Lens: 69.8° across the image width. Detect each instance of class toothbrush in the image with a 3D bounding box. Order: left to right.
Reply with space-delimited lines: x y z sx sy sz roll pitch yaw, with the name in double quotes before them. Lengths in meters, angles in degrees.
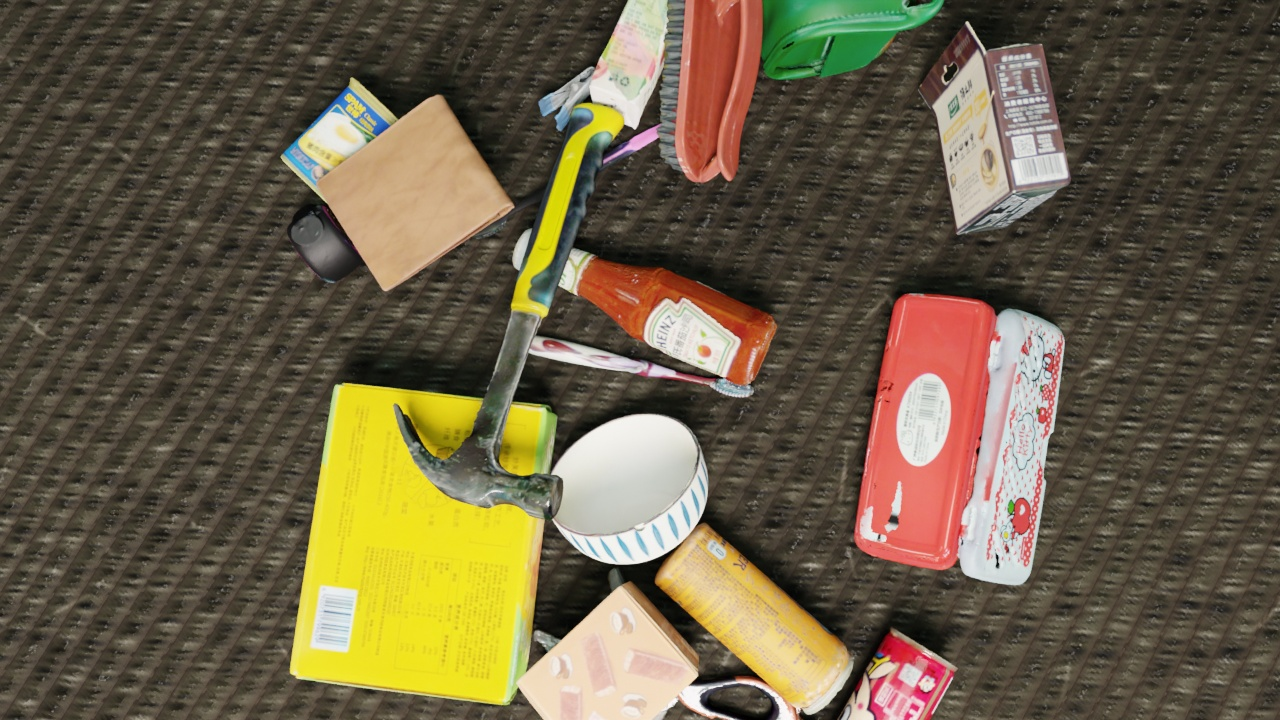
"toothbrush" -0.053 -0.145 0.732 0.189 0.018 0.014 -30 84 -6
"toothbrush" -0.004 0.004 0.709 0.187 0.017 0.016 12 82 2

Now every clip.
"clip" -0.054 -0.213 0.733 0.058 0.027 0.043 -43 77 -4

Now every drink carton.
"drink carton" 0.001 -0.251 0.722 0.045 0.053 0.122 22 83 4

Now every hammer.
"hammer" -0.078 -0.052 0.658 0.126 0.032 0.322 11 67 10

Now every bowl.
"bowl" -0.003 0.101 0.662 0.116 0.116 0.066 -26 125 -2

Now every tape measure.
"tape measure" -0.240 -0.091 0.704 0.039 0.057 0.058 -36 115 -3

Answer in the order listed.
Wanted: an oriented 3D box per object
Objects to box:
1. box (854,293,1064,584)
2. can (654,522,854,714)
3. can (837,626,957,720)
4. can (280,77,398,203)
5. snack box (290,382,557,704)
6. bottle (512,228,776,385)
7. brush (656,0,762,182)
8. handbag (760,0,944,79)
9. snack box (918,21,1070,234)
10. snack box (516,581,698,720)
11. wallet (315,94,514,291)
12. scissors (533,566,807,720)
"box" 0.242 0.057 0.677 0.154 0.074 0.201 12 84 -2
"can" 0.081 0.185 0.665 0.146 0.058 0.058 41 85 5
"can" 0.170 0.263 0.656 0.053 0.053 0.132 31 85 4
"can" -0.213 -0.152 0.712 0.102 0.057 0.083 43 88 6
"snack box" -0.152 0.129 0.670 0.158 0.070 0.210 6 83 2
"bottle" 0.000 -0.046 0.695 0.206 0.060 0.059 24 84 10
"brush" 0.054 -0.208 0.692 0.069 0.063 0.146 16 106 41
"handbag" 0.150 -0.259 0.684 0.120 0.131 0.068 -7 92 -4
"snack box" 0.257 -0.168 0.677 0.053 0.113 0.125 -7 83 -1
"snack box" -0.019 0.213 0.632 0.094 0.093 0.077 -42 79 -5
"wallet" -0.165 -0.122 0.669 0.115 0.020 0.101 -33 84 4
"scissors" 0.018 0.263 0.679 0.225 0.015 0.189 16 84 4
